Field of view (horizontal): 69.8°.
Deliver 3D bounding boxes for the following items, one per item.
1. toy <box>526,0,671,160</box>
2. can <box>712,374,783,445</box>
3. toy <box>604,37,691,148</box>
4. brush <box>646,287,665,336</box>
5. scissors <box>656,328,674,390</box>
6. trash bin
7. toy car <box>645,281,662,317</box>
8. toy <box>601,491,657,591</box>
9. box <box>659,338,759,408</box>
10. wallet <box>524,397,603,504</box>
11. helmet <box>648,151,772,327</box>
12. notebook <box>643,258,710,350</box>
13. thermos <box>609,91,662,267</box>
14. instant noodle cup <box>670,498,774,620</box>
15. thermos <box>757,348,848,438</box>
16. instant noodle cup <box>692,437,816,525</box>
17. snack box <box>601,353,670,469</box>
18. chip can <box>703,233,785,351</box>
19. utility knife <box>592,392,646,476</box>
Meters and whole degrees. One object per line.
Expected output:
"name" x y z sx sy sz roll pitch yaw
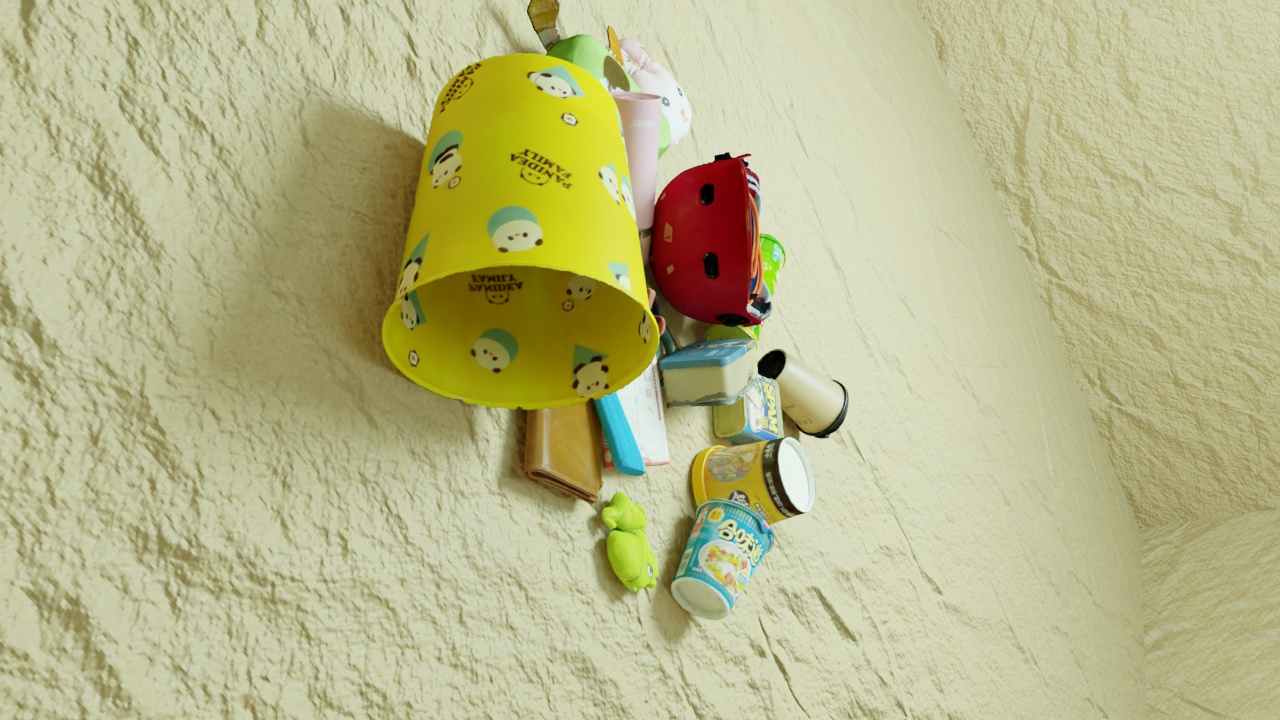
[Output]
"toy" -0.052 -0.310 1.090 0.246 0.090 0.226 28 63 -40
"can" 0.140 0.063 1.213 0.083 0.057 0.102 23 57 -44
"toy" 0.011 -0.362 1.236 0.159 0.054 0.121 53 38 -13
"brush" -0.041 -0.051 0.944 0.069 0.146 0.063 21 86 -42
"scissors" -0.011 0.005 1.067 0.143 0.019 0.179 51 42 -28
"trash bin" -0.103 -0.119 0.830 0.229 0.230 0.254 31 46 -43
"toy car" -0.035 -0.088 1.018 0.158 0.042 0.070 45 35 -18
"toy" -0.012 0.194 0.968 0.096 0.031 0.100 40 41 -37
"box" 0.084 0.014 1.095 0.184 0.090 0.061 -23 107 -72
"wallet" -0.071 0.073 0.935 0.119 0.035 0.130 38 40 -45
"helmet" 0.077 -0.140 1.098 0.240 0.144 0.207 3 83 -79
"notebook" 0.066 -0.116 1.233 0.148 0.008 0.207 62 36 -14
"thermos" -0.024 -0.199 1.036 0.087 0.067 0.199 -6 117 -25
"instant noodle cup" 0.087 0.229 1.041 0.099 0.099 0.109 55 46 -22
"thermos" 0.231 0.045 1.323 0.143 0.093 0.092 35 48 -30
"instant noodle cup" 0.142 0.152 1.120 0.118 0.115 0.118 33 48 -45
"snack box" -0.012 0.041 1.020 0.076 0.027 0.155 1 77 -41
"chip can" 0.147 -0.090 1.262 0.072 0.073 0.220 52 39 -26
"utility knife" -0.043 0.023 0.976 0.034 0.018 0.218 1 58 -40
